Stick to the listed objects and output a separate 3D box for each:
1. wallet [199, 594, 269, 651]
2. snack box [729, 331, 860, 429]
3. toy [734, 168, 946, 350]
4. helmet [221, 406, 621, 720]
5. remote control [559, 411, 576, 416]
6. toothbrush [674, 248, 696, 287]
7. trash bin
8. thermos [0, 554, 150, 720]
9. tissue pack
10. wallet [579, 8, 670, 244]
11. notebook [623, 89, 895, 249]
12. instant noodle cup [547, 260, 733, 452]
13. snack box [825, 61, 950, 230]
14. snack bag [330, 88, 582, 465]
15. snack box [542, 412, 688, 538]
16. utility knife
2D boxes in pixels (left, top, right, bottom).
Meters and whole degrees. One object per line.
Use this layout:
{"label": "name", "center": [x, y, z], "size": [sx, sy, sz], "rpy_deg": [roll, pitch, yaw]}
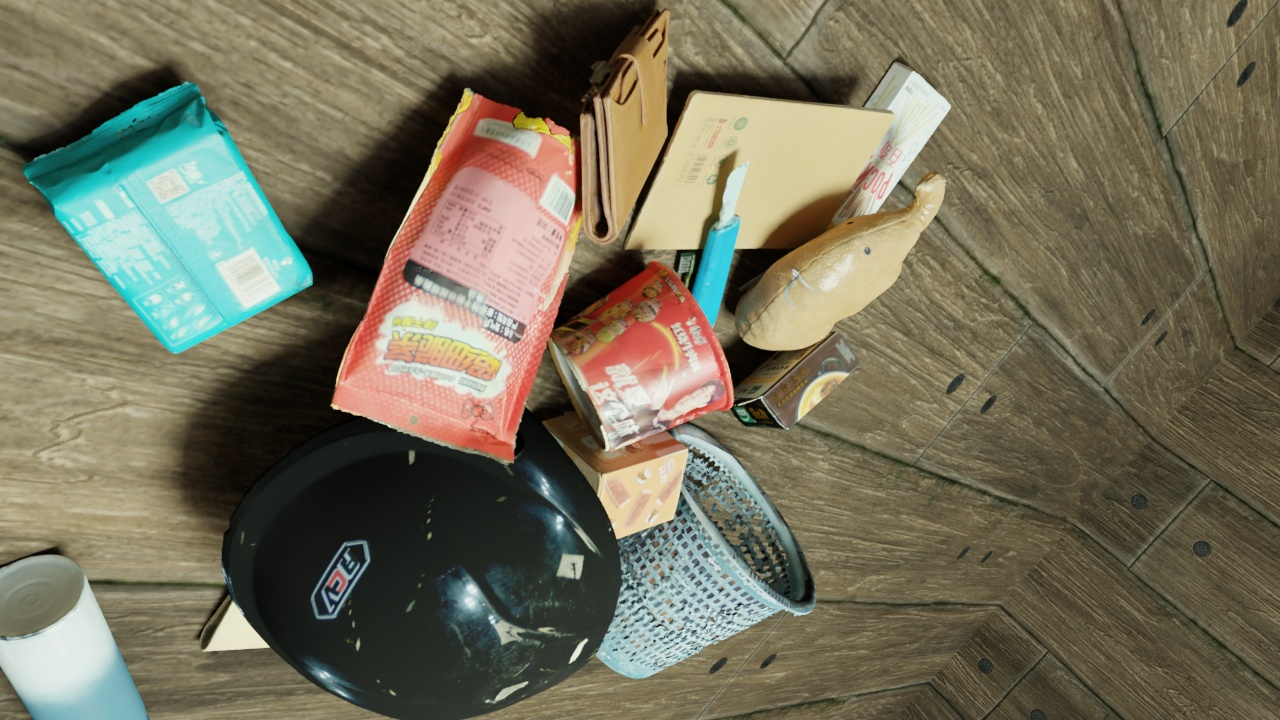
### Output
{"label": "wallet", "center": [-0.288, 0.203, 0.754], "size": [0.115, 0.024, 0.087], "rpy_deg": [18, 111, -50]}
{"label": "snack box", "center": [0.139, 0.024, 0.919], "size": [0.125, 0.053, 0.113], "rpy_deg": [-41, -173, -12]}
{"label": "toy", "center": [0.177, -0.081, 0.817], "size": [0.143, 0.082, 0.227], "rpy_deg": [-23, 167, -45]}
{"label": "helmet", "center": [-0.144, 0.139, 0.652], "size": [0.234, 0.230, 0.274], "rpy_deg": [-53, 154, 9]}
{"label": "remote control", "center": [-0.073, 0.102, 0.860], "size": [0.049, 0.024, 0.125], "rpy_deg": [-1, 122, -44]}
{"label": "toothbrush", "center": [0.026, -0.023, 0.843], "size": [0.017, 0.012, 0.186], "rpy_deg": [-13, 134, -28]}
{"label": "trash bin", "center": [0.032, 0.208, 0.932], "size": [0.195, 0.226, 0.226], "rpy_deg": [-40, 146, 15]}
{"label": "thermos", "center": [-0.395, 0.227, 0.640], "size": [0.070, 0.070, 0.221], "rpy_deg": [-20, 138, -30]}
{"label": "tissue pack", "center": [-0.247, -0.073, 0.494], "size": [0.093, 0.050, 0.134], "rpy_deg": [-31, 142, -14]}
{"label": "wallet", "center": [-0.008, -0.156, 0.602], "size": [0.131, 0.031, 0.108], "rpy_deg": [-68, 165, -45]}
{"label": "notebook", "center": [0.099, -0.148, 0.751], "size": [0.207, 0.008, 0.148], "rpy_deg": [-5, 140, -32]}
{"label": "instant noodle cup", "center": [-0.004, 0.004, 0.744], "size": [0.108, 0.138, 0.138], "rpy_deg": [-28, 142, -12]}
{"label": "snack box", "center": [0.215, -0.188, 0.849], "size": [0.084, 0.027, 0.157], "rpy_deg": [14, 115, -48]}
{"label": "snack bag", "center": [-0.099, -0.050, 0.565], "size": [0.128, 0.073, 0.207], "rpy_deg": [26, 79, -37]}
{"label": "snack box", "center": [-0.027, 0.097, 0.804], "size": [0.094, 0.093, 0.077], "rpy_deg": [-13, 124, -37]}
{"label": "utility knife", "center": [0.065, -0.089, 0.780], "size": [0.034, 0.018, 0.204], "rpy_deg": [-21, 149, -22]}
